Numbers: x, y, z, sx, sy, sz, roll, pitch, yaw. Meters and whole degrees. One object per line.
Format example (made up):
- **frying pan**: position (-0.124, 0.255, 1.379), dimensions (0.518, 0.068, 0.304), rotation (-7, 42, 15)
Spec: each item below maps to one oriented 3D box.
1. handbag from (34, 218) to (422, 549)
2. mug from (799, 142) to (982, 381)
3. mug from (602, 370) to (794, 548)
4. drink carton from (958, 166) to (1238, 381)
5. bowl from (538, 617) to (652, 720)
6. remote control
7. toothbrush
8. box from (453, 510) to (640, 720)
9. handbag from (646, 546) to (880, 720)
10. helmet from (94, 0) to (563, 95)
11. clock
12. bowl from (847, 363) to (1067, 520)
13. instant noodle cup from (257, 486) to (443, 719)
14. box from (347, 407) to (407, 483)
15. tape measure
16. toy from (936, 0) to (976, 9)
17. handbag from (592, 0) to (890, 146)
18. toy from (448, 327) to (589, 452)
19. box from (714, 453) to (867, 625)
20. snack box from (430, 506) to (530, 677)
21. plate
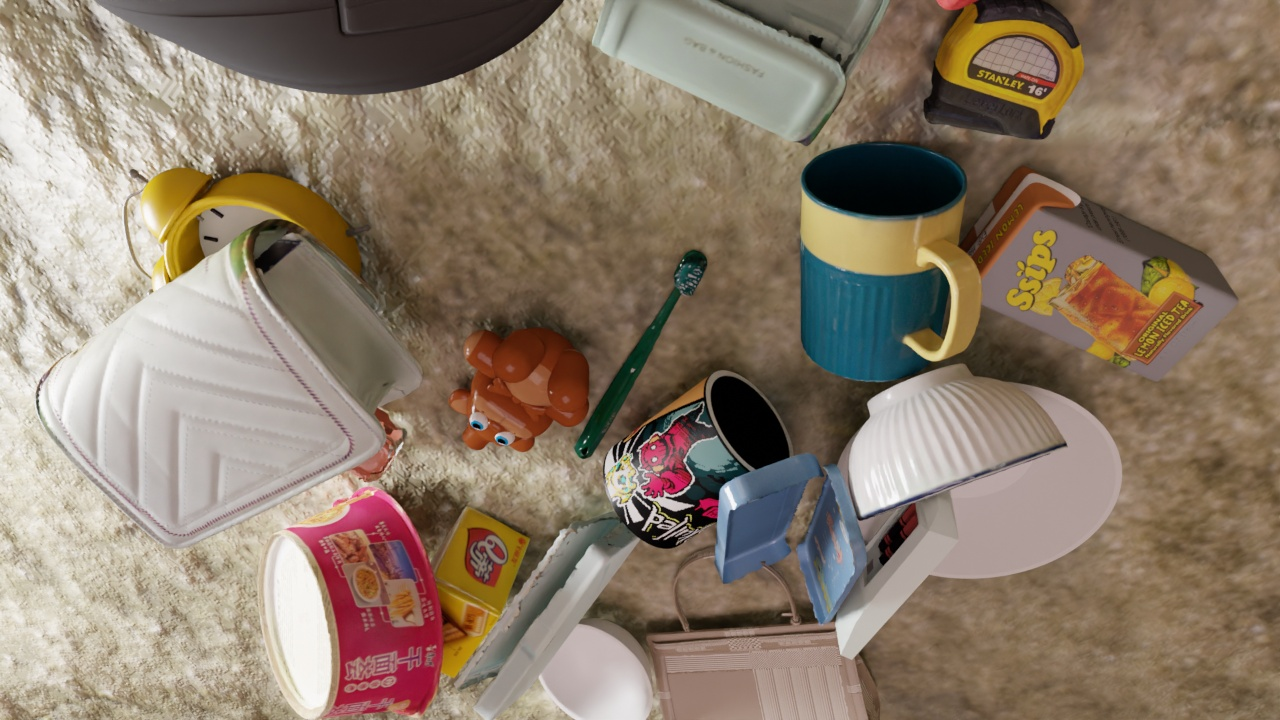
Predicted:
- **handbag**: position (-0.252, 0.014, 0.563), dimensions (0.199, 0.096, 0.142), rotation (-24, 113, 22)
- **mug**: position (0.134, -0.044, 0.488), dimensions (0.083, 0.113, 0.107), rotation (-18, 130, -18)
- **mug**: position (0.051, 0.074, 0.617), dimensions (0.118, 0.081, 0.098), rotation (28, 129, -33)
- **drink carton**: position (0.244, -0.046, 0.502), dimensions (0.125, 0.048, 0.076), rotation (23, 127, -6)
- **bowl**: position (-0.032, 0.260, 0.786), dimensions (0.110, 0.040, 0.110), rotation (10, 116, 22)
- **remote control**: position (0.162, 0.136, 0.607), dimensions (0.024, 0.049, 0.144), rotation (20, 128, -5)
- **toothbrush**: position (-0.004, 0.004, 0.609), dimensions (0.016, 0.017, 0.190), rotation (25, 127, -8)
- **box**: position (-0.070, 0.199, 0.720), dimensions (0.083, 0.066, 0.199), rotation (6, 126, -43)
- **handbag**: position (0.086, 0.233, 0.747), dimensions (0.176, 0.062, 0.198), rotation (-10, 116, 21)
- **helmet**: position (-0.111, -0.202, 0.383), dimensions (0.265, 0.164, 0.170), rotation (-12, 136, 7)
- **clock**: position (-0.253, -0.066, 0.587), dimensions (0.152, 0.051, 0.114), rotation (12, 128, -4)
- **bowl**: position (0.167, 0.041, 0.514), dimensions (0.118, 0.118, 0.062), rotation (-27, 74, 27)
- **instant noodle cup**: position (-0.227, 0.189, 0.690), dimensions (0.077, 0.178, 0.179), rotation (-6, 142, -42)
- **box**: position (-0.255, 0.017, 0.665), dimensions (0.188, 0.062, 0.058), rotation (36, 99, -13)
- **tape measure**: position (0.178, -0.145, 0.448), dimensions (0.065, 0.037, 0.064), rotation (9, 128, 2)
- **toy**: position (0.143, -0.199, 0.364), dimensions (0.088, 0.132, 0.094), rotation (-29, 108, 17)
- **handbag**: position (0.051, -0.172, 0.435), dimensions (0.122, 0.067, 0.106), rotation (23, 129, -6)
- **toy**: position (-0.087, 0.027, 0.616), dimensions (0.095, 0.065, 0.128), rotation (35, 130, -13)
- **box**: position (0.090, 0.128, 0.595), dimensions (0.074, 0.077, 0.209), rotation (-17, 154, -3)
- **snack box**: position (-0.144, 0.184, 0.731), dimensions (0.061, 0.083, 0.106), rotation (29, 127, -8)
- **plate**: position (0.217, 0.072, 0.604), dimensions (0.174, 0.036, 0.174), rotation (5, 127, 7)
